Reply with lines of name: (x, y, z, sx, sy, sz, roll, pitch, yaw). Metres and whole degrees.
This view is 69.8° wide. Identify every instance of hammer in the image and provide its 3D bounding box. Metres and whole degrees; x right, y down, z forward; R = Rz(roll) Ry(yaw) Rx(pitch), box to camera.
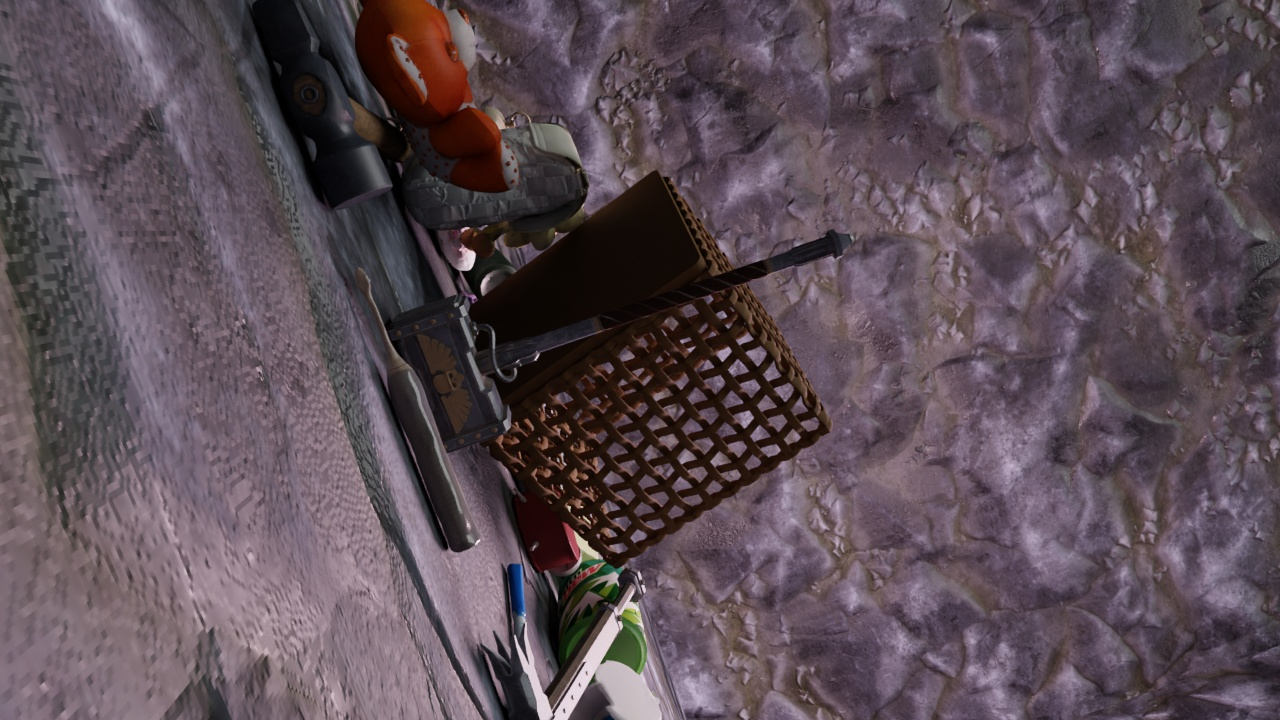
hammer: (-0.209, -0.177, 0.691, 0.321, 0.040, 0.129, -126, -166, -80)
hammer: (-0.004, -0.034, 0.639, 0.044, 0.322, 0.098, -114, -174, -74)
hammer: (-0.036, 0.229, 0.725, 0.316, 0.028, 0.147, -25, 97, -77)

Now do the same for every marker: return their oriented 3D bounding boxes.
marker: (-0.090, 0.203, 0.689, 0.141, 0.013, 0.013, -112, -176, -60)

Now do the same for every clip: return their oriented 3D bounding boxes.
clip: (-0.194, -0.062, 1.043, 0.051, 0.014, 0.045, 71, 0, -73)

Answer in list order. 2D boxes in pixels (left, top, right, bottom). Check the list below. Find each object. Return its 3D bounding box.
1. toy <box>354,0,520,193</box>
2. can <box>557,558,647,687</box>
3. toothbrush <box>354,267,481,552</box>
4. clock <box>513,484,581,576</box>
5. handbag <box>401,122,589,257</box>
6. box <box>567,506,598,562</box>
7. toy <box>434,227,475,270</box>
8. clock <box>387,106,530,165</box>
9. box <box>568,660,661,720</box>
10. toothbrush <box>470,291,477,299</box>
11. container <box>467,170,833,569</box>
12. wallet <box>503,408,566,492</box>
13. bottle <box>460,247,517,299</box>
toy: (-0.165, -0.225, 0.737, 0.163, 0.093, 0.172, 62, -1, 26)
can: (-0.041, 0.260, 0.916, 0.144, 0.083, 0.083, -118, -171, -78)
toothbrush: (-0.140, 0.031, 0.563, 0.024, 0.022, 0.185, -133, -158, -79)
clock: (-0.092, 0.171, 0.927, 0.125, 0.044, 0.087, 76, -5, -65)
handbag: (-0.140, -0.161, 0.885, 0.112, 0.171, 0.123, -110, -167, -54)
box: (-0.079, 0.216, 1.099, 0.188, 0.061, 0.133, -120, -167, -76)
toy: (-0.201, -0.133, 0.991, 0.125, 0.037, 0.076, -146, -138, -76)
clock: (-0.180, -0.229, 0.936, 0.054, 0.141, 0.093, -94, 169, -54)
box: (-0.017, 0.311, 0.794, 0.081, 0.091, 0.160, 60, -5, 32)
toothbrush: (-0.119, -0.101, 1.112, 0.010, 0.181, 0.010, -118, -166, -60)
container: (-0.005, 0.005, 0.875, 0.214, 0.252, 0.219, 49, 13, -30)
wallet: (-0.126, 0.079, 0.998, 0.100, 0.054, 0.132, -115, -179, -65)
bottle: (-0.192, -0.118, 1.098, 0.174, 0.055, 0.055, 47, -22, 56)
